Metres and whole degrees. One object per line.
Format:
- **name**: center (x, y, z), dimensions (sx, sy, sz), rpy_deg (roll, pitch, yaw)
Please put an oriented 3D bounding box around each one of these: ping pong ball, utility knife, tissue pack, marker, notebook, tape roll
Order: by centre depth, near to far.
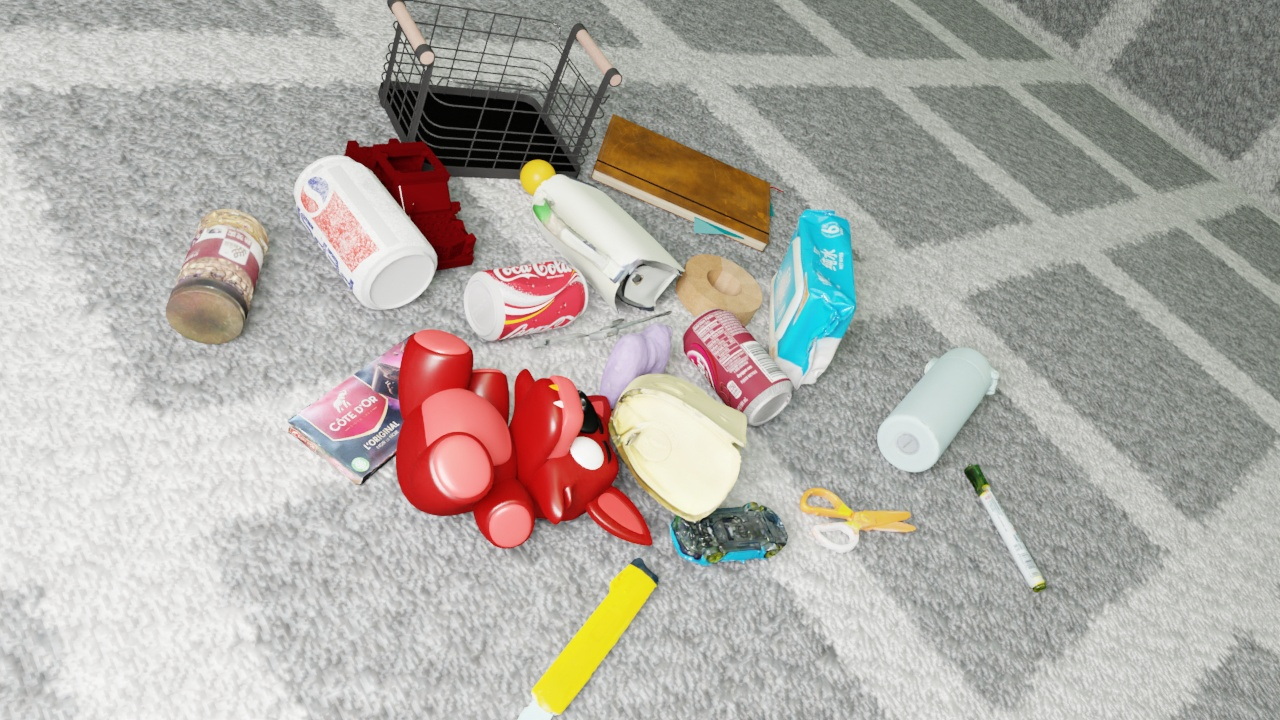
- **utility knife**: center (-0.037, 0.201, 0.649), dimensions (0.030, 0.017, 0.174), rpy_deg (33, 39, 13)
- **marker**: center (0.367, 0.167, 0.927), dimensions (0.017, 0.017, 0.146), rpy_deg (7, 44, -25)
- **tissue pack**: center (0.185, -0.068, 0.996), dimensions (0.066, 0.117, 0.208), rpy_deg (17, 40, -6)
- **tape roll**: center (0.087, -0.076, 1.015), dimensions (0.094, 0.027, 0.093), rpy_deg (16, 41, -15)
- **ping pong ball**: center (-0.114, -0.203, 1.022), dimensions (0.040, 0.040, 0.040), rpy_deg (17, 41, -15)
- **notebook**: center (0.065, -0.223, 1.170), dimensions (0.249, 0.014, 0.178), rpy_deg (22, 39, -9)

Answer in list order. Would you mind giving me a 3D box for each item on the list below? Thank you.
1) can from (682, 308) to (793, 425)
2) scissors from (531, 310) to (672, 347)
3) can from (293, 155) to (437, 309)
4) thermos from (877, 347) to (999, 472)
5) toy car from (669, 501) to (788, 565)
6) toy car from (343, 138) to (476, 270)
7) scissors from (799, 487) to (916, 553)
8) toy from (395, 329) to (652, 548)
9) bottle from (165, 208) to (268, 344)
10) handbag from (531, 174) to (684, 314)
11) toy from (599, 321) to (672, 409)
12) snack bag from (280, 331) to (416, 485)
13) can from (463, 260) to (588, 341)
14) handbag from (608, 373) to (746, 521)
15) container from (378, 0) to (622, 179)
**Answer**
- **can**: center (0.094, 0.006, 0.901), dimensions (0.063, 0.063, 0.114), rpy_deg (-13, 55, -40)
- **scissors**: center (-0.030, -0.029, 0.842), dimensions (0.141, 0.014, 0.172), rpy_deg (-13, 6, -9)
- **can**: center (-0.246, -0.115, 0.817), dimensions (0.078, 0.078, 0.136), rpy_deg (-18, 58, -42)
- **thermos**: center (0.324, 0.047, 0.993), dimensions (0.078, 0.065, 0.206), rpy_deg (18, 32, 30)
- **toy car**: center (0.072, 0.146, 0.760), dimensions (0.105, 0.032, 0.048), rpy_deg (-1, 47, -29)
- **toy car**: center (-0.224, -0.163, 0.896), dimensions (0.070, 0.062, 0.170), rpy_deg (-16, 57, -41)
- **scissors**: center (0.209, 0.154, 0.850), dimensions (0.131, 0.013, 0.073), rpy_deg (11, 43, -19)
- **toy**: center (-0.088, 0.064, 0.696), dimensions (0.197, 0.121, 0.158), rpy_deg (12, 38, -32)
- **bottle**: center (-0.335, -0.068, 0.731), dimensions (0.056, 0.056, 0.105), rpy_deg (13, 42, -19)
- **handbag**: center (-0.055, -0.118, 0.913), dimensions (0.151, 0.074, 0.175), rpy_deg (46, 17, 21)
- **toy**: center (-0.005, 0.005, 0.842), dimensions (0.036, 0.080, 0.099), rpy_deg (27, 18, 21)
- **snack bag**: center (-0.200, 0.034, 0.732), dimensions (0.074, 0.018, 0.154), rpy_deg (36, 41, 7)
- **can**: center (-0.105, -0.056, 0.849), dimensions (0.104, 0.064, 0.064), rpy_deg (-14, 55, -40)
- **handbag**: center (0.029, 0.061, 0.751), dimensions (0.111, 0.081, 0.119), rpy_deg (37, 10, -1)
- **container**: center (-0.164, -0.307, 1.033), dimensions (0.240, 0.131, 0.162), rpy_deg (-5, 50, -35)
